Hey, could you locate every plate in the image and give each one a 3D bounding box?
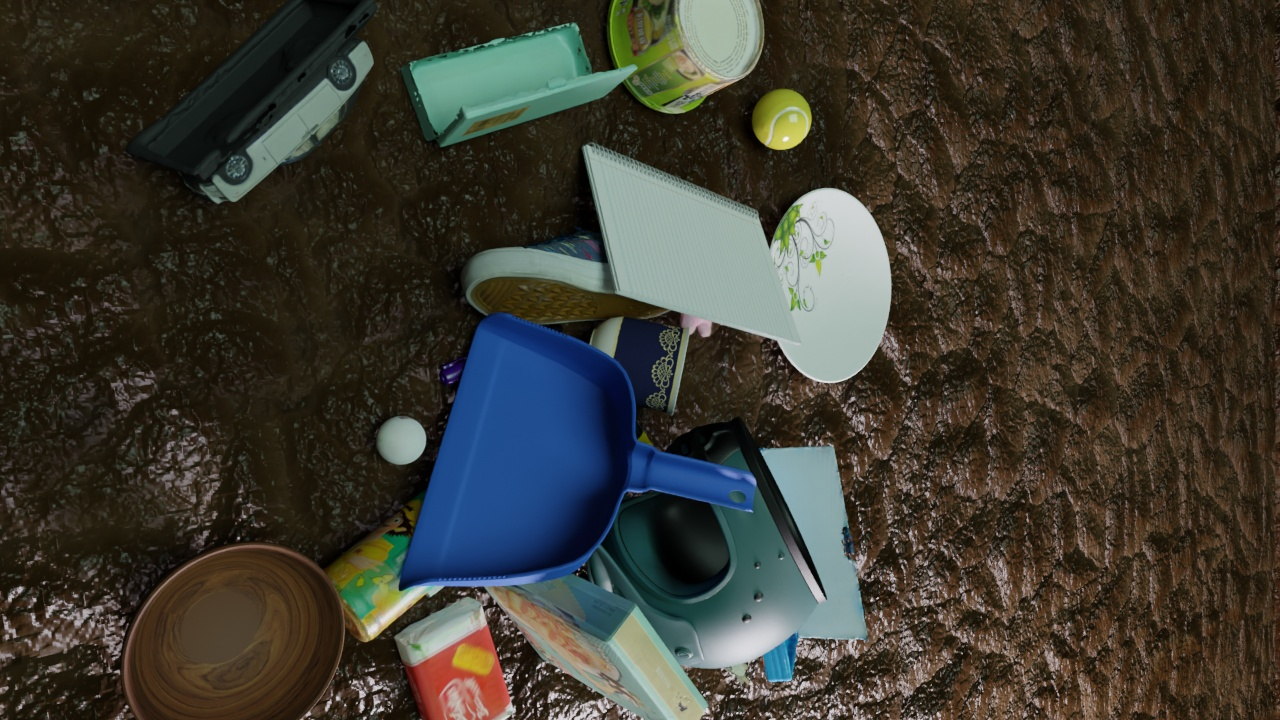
[{"bbox_3d":[0.219,-0.088,1.097,0.229,0.030,0.229,-2,93,-39],"label":"plate"}]

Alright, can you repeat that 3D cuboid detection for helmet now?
[{"bbox_3d":[0.040,0.173,0.860,0.200,0.176,0.275,-25,123,7],"label":"helmet"}]

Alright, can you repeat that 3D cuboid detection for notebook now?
[{"bbox_3d":[0.055,-0.114,0.917,0.245,0.013,0.177,13,52,-39],"label":"notebook"}]

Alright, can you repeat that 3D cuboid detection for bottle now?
[{"bbox_3d":[-0.167,0.140,0.769,0.209,0.068,0.068,-39,115,-31],"label":"bottle"}]

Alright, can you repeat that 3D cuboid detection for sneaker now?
[{"bbox_3d":[-0.064,-0.085,0.850,0.235,0.088,0.079,0,65,-40],"label":"sneaker"}]

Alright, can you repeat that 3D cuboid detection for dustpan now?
[{"bbox_3d":[-0.036,0.089,0.742,0.257,0.060,0.245,13,61,-4],"label":"dustpan"}]

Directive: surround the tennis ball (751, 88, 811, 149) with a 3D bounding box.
[{"bbox_3d":[0.156,-0.267,1.016,0.065,0.065,0.065,-2,93,-39],"label":"tennis ball"}]

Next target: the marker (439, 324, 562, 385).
[{"bbox_3d":[-0.124,-0.009,0.831,0.133,0.015,0.018,-26,105,-35],"label":"marker"}]

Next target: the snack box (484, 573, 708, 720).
[{"bbox_3d":[-0.048,0.232,0.779,0.044,0.194,0.141,-48,126,-27],"label":"snack box"}]

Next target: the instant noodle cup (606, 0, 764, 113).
[{"bbox_3d":[0.049,-0.324,0.906,0.146,0.098,0.146,-2,93,-39],"label":"instant noodle cup"}]

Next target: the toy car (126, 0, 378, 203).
[{"bbox_3d":[-0.266,-0.188,0.675,0.191,0.094,0.071,-55,143,-24],"label":"toy car"}]

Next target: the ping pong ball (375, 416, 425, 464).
[{"bbox_3d":[-0.198,0.066,0.758,0.040,0.040,0.040,-2,93,-39],"label":"ping pong ball"}]

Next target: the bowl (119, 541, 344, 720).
[{"bbox_3d":[-0.298,0.199,0.664,0.147,0.069,0.147,-2,93,-38],"label":"bowl"}]

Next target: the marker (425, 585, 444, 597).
[{"bbox_3d":[-0.141,0.166,0.826,0.132,0.014,0.014,-37,114,-32],"label":"marker"}]

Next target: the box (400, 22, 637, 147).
[{"bbox_3d":[-0.098,-0.246,0.794,0.187,0.093,0.077,-27,110,-35],"label":"box"}]

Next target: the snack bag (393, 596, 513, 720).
[{"bbox_3d":[-0.161,0.275,0.800,0.076,0.036,0.116,-23,106,-37],"label":"snack bag"}]

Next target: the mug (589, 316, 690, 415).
[{"bbox_3d":[-0.005,0.005,0.888,0.089,0.112,0.085,11,75,1],"label":"mug"}]

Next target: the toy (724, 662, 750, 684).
[{"bbox_3d":[0.093,0.296,0.995,0.087,0.050,0.112,32,50,-36],"label":"toy"}]

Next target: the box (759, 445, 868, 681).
[{"bbox_3d":[0.176,0.219,1.009,0.093,0.115,0.243,-46,125,-69],"label":"box"}]

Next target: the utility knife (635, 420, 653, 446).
[{"bbox_3d":[-0.014,0.059,0.872,0.020,0.029,0.173,-55,149,-17],"label":"utility knife"}]

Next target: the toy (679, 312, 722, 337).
[{"bbox_3d":[0.067,-0.071,0.965,0.108,0.041,0.096,-39,102,-37],"label":"toy"}]
